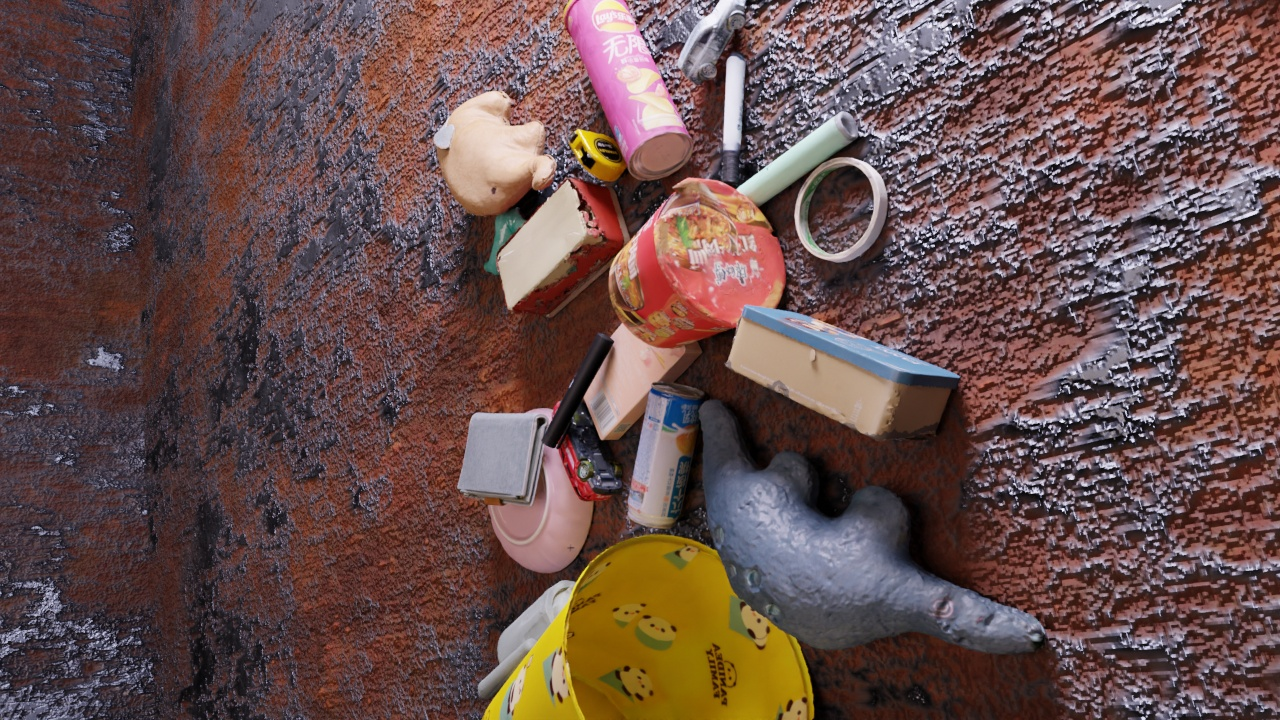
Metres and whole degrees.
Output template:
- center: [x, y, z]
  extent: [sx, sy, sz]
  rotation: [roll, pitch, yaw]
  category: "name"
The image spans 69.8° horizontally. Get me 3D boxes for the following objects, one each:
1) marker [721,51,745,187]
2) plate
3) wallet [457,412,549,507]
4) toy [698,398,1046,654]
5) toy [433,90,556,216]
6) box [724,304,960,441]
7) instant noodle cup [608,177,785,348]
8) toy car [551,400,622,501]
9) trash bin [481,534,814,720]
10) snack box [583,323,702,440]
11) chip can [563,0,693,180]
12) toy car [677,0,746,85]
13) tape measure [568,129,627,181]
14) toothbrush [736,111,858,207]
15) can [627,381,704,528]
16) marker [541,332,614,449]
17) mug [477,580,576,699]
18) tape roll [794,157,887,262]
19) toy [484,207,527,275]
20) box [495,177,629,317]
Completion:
- center: [0.087, -0.223, 0.852]
  extent: [0.018, 0.022, 0.130]
  rotation: [0, 79, 22]
  category: "marker"
- center: [-0.127, 0.151, 1.066]
  extent: [0.193, 0.039, 0.192]
  rotation: [-4, 84, 48]
  category: "plate"
- center: [-0.155, 0.112, 1.043]
  extent: [0.130, 0.037, 0.106]
  rotation: [-3, 74, 47]
  category: "wallet"
- center: [0.140, 0.152, 0.738]
  extent: [0.356, 0.091, 0.138]
  rotation: [31, 83, 44]
  category: "toy"
- center: [-0.170, -0.234, 1.103]
  extent: [0.226, 0.082, 0.143]
  rotation: [45, 110, 39]
  category: "toy"
- center: [0.157, 0.010, 0.717]
  extent: [0.184, 0.089, 0.059]
  rotation: [25, 105, 44]
  category: "box"
- center: [0.045, -0.076, 0.824]
  extent: [0.109, 0.137, 0.137]
  rotation: [-31, 65, 53]
  category: "instant noodle cup"
- center: [-0.062, 0.096, 0.985]
  extent: [0.045, 0.052, 0.120]
  rotation: [-42, 56, 33]
  category: "toy car"
- center: [-0.015, 0.315, 0.807]
  extent: [0.256, 0.229, 0.229]
  rotation: [-52, 52, 40]
  category: "trash bin"
- center: [-0.006, 0.006, 0.946]
  extent: [0.158, 0.026, 0.084]
  rotation: [-47, 54, 36]
  category: "snack box"
- center: [-0.015, -0.286, 0.939]
  extent: [0.072, 0.071, 0.210]
  rotation: [-43, 57, 38]
  category: "chip can"
- center: [0.068, -0.306, 0.867]
  extent: [0.091, 0.034, 0.042]
  rotation: [-55, 22, 30]
  category: "toy car"
- center: [-0.043, -0.216, 0.978]
  extent: [0.029, 0.059, 0.057]
  rotation: [-47, 60, 36]
  category: "tape measure"
- center: [0.104, -0.152, 0.832]
  extent: [0.225, 0.026, 0.027]
  rotation: [-32, 37, 43]
  category: "toothbrush"
- center: [0.024, 0.091, 0.888]
  extent: [0.053, 0.053, 0.134]
  rotation: [21, 103, 47]
  category: "can"
- center: [-0.065, 0.032, 0.955]
  extent: [0.022, 0.020, 0.132]
  rotation: [32, 99, 21]
  category: "marker"
- center: [-0.104, 0.302, 0.972]
  extent: [0.083, 0.123, 0.104]
  rotation: [49, 123, 13]
  category: "mug"
- center: [0.167, -0.126, 0.768]
  extent: [0.086, 0.013, 0.085]
  rotation: [-4, 84, 48]
  category: "tape roll"
- center: [-0.161, -0.149, 1.129]
  extent: [0.097, 0.030, 0.092]
  rotation: [12, 99, 45]
  category: "toy"
- center: [-0.096, -0.121, 1.018]
  extent: [0.169, 0.076, 0.091]
  rotation: [-37, 60, 42]
  category: "box"
